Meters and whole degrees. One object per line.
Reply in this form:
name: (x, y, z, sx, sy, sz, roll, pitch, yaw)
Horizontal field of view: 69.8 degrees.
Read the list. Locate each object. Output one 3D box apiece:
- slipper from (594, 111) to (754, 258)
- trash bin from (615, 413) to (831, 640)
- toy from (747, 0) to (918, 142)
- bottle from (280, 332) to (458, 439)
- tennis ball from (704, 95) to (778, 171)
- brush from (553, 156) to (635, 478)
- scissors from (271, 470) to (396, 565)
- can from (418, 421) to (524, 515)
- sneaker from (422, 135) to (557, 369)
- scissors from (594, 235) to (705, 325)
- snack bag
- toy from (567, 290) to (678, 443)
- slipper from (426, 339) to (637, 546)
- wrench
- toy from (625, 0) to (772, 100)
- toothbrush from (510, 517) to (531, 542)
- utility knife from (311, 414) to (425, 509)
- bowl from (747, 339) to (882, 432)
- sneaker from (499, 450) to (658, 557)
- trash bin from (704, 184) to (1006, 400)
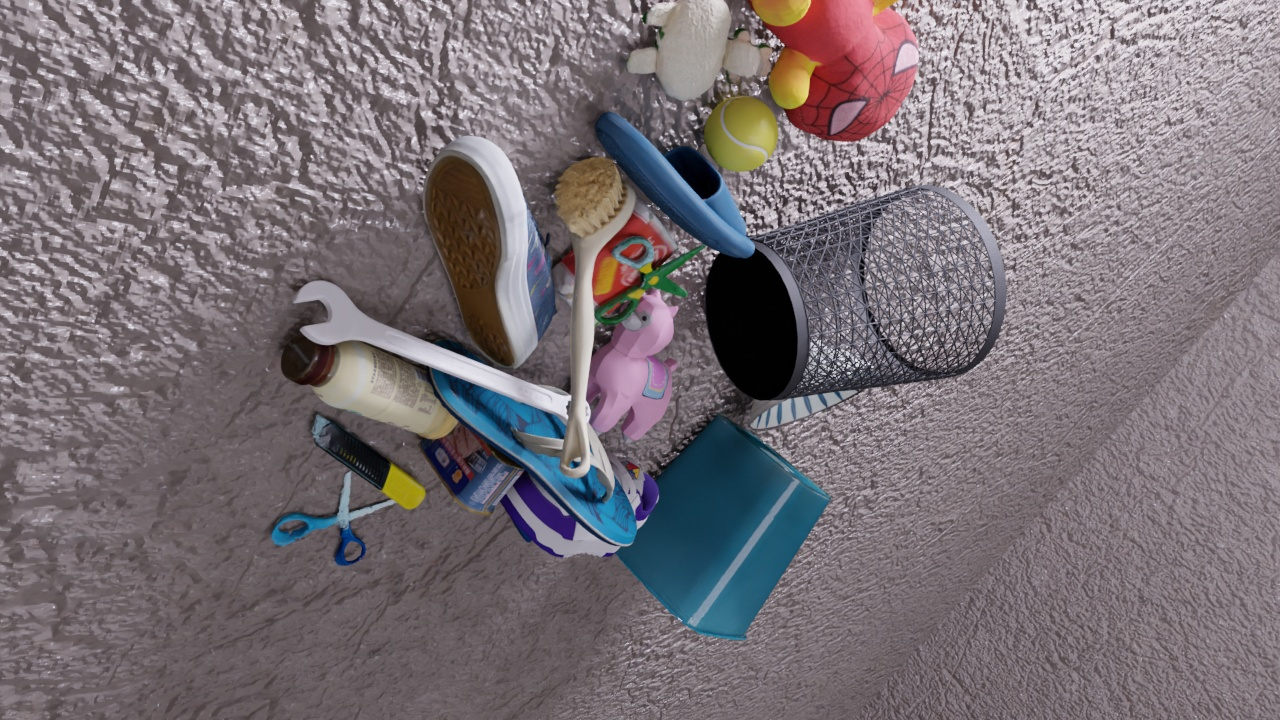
slipper: (0.041, -0.150, 0.790, 0.059, 0.104, 0.213, -50, 141, 6)
trash bin: (0.107, 0.207, 1.176, 0.219, 0.196, 0.199, -53, 146, 4)
toy: (0.166, -0.272, 0.780, 0.147, 0.098, 0.216, -33, 145, 6)
bottle: (-0.219, 0.020, 0.758, 0.056, 0.056, 0.162, -48, 145, 8)
tennis ball: (0.089, -0.200, 0.811, 0.065, 0.065, 0.065, -26, 142, -22)
brush: (-0.047, -0.034, 0.773, 0.077, 0.062, 0.272, -1, 98, -51)
scissors: (-0.289, 0.157, 0.879, 0.127, 0.014, 0.133, -21, 136, -35)
can: (-0.156, 0.089, 0.856, 0.059, 0.100, 0.054, -50, 146, 9)
sneaker: (-0.110, -0.092, 0.738, 0.079, 0.087, 0.236, -47, 156, -29)
scissors: (0.007, -0.080, 0.844, 0.125, 0.011, 0.128, -33, 146, -10)
snack bag: (-0.025, -0.091, 0.844, 0.116, 0.036, 0.077, -43, 146, 2)
toy: (-0.006, 0.006, 0.944, 0.123, 0.067, 0.158, 16, 112, -52)
slipper: (-0.081, 0.069, 0.857, 0.060, 0.118, 0.295, -35, 128, 13)
wrench: (-0.152, 0.003, 0.751, 0.273, 0.047, 0.009, 24, 151, -33)
toy: (0.044, -0.247, 0.725, 0.112, 0.050, 0.087, -1, 131, -16)
toothbrush: (-0.145, 0.152, 1.009, 0.017, 0.016, 0.190, -38, 146, -18)
utility knife: (-0.249, 0.094, 0.841, 0.028, 0.020, 0.174, -52, 148, -15)
bowl: (0.204, 0.021, 1.138, 0.177, 0.071, 0.177, -20, 163, -6)
sneaker: (-0.054, 0.145, 0.993, 0.111, 0.092, 0.244, -43, 151, 8)
trash bin: (0.214, -0.062, 0.974, 0.242, 0.217, 0.217, -13, 137, -26)
